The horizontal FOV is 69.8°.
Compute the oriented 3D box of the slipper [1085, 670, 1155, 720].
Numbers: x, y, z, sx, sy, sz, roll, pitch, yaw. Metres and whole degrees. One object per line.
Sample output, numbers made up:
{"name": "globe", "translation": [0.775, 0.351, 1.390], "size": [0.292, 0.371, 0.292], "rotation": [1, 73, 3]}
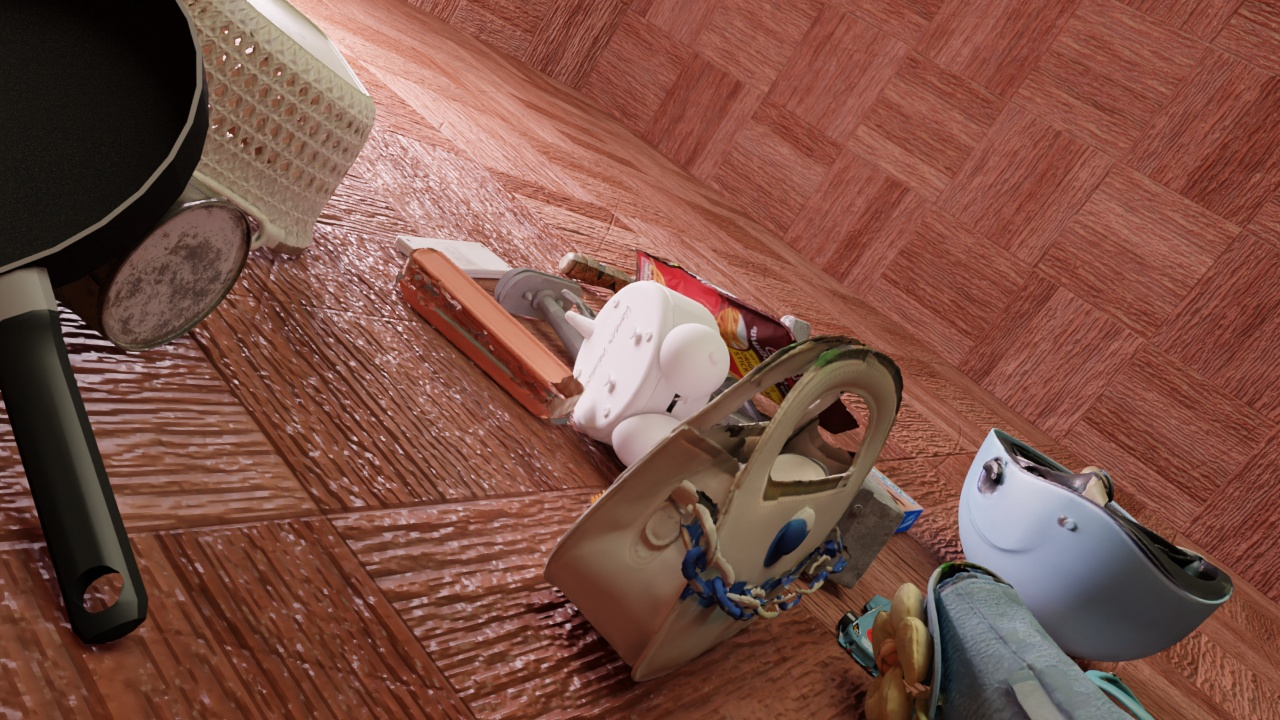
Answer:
{"name": "slipper", "translation": [0.411, 0.307, 0.742], "size": [0.269, 0.055, 0.098], "rotation": [36, 14, 2]}

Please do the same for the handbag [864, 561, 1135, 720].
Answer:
{"name": "handbag", "translation": [0.196, 0.210, 0.516], "size": [0.118, 0.122, 0.191], "rotation": [7, 27, -21]}

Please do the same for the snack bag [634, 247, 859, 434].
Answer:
{"name": "snack bag", "translation": [0.081, -0.020, 0.743], "size": [0.208, 0.066, 0.139], "rotation": [30, -19, 43]}

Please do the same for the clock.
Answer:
{"name": "clock", "translation": [-0.004, 0.004, 0.686], "size": [0.072, 0.125, 0.161], "rotation": [23, 12, -28]}

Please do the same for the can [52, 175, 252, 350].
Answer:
{"name": "can", "translation": [-0.257, -0.062, 0.460], "size": [0.074, 0.090, 0.089], "rotation": [36, 16, 7]}

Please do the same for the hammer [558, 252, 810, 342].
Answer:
{"name": "hammer", "translation": [0.051, -0.063, 1.098], "size": [0.318, 0.049, 0.122], "rotation": [20, -13, -23]}

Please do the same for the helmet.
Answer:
{"name": "helmet", "translation": [0.410, 0.180, 0.896], "size": [0.225, 0.167, 0.265], "rotation": [30, 18, -19]}

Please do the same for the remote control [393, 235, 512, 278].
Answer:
{"name": "remote control", "translation": [-0.171, -0.095, 0.861], "size": [0.050, 0.011, 0.135], "rotation": [39, 17, 16]}

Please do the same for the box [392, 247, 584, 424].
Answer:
{"name": "box", "translation": [-0.115, -0.023, 0.701], "size": [0.187, 0.056, 0.059], "rotation": [40, -14, 17]}

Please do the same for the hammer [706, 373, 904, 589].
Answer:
{"name": "hammer", "translation": [0.094, 0.063, 0.816], "size": [0.177, 0.079, 0.326], "rotation": [30, 11, -13]}

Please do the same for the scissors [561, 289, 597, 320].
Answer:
{"name": "scissors", "translation": [-0.015, -0.012, 0.843], "size": [0.175, 0.014, 0.141], "rotation": [42, 18, -37]}

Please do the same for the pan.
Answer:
{"name": "pan", "translation": [-0.261, -0.049, 0.376], "size": [0.203, 0.044, 0.355], "rotation": [-23, 71, -20]}

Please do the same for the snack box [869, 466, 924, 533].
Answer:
{"name": "snack box", "translation": [0.214, 0.131, 0.902], "size": [0.087, 0.034, 0.151], "rotation": [43, 19, 30]}

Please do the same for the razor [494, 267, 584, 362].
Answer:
{"name": "razor", "translation": [-0.068, -0.028, 0.822], "size": [0.088, 0.047, 0.116], "rotation": [11, 35, -53]}

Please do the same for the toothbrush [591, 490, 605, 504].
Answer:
{"name": "toothbrush", "translation": [0.052, 0.093, 0.625], "size": [0.182, 0.016, 0.018], "rotation": [0, 22, -23]}

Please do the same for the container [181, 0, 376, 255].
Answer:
{"name": "container", "translation": [-0.301, -0.197, 0.670], "size": [0.184, 0.143, 0.246], "rotation": [36, 10, -45]}

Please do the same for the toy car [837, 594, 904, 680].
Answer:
{"name": "toy car", "translation": [0.182, 0.197, 0.665], "size": [0.060, 0.027, 0.107], "rotation": [42, 18, 27]}

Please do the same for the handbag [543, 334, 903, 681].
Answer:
{"name": "handbag", "translation": [0.066, 0.076, 0.490], "size": [0.093, 0.200, 0.200], "rotation": [46, 22, 24]}
